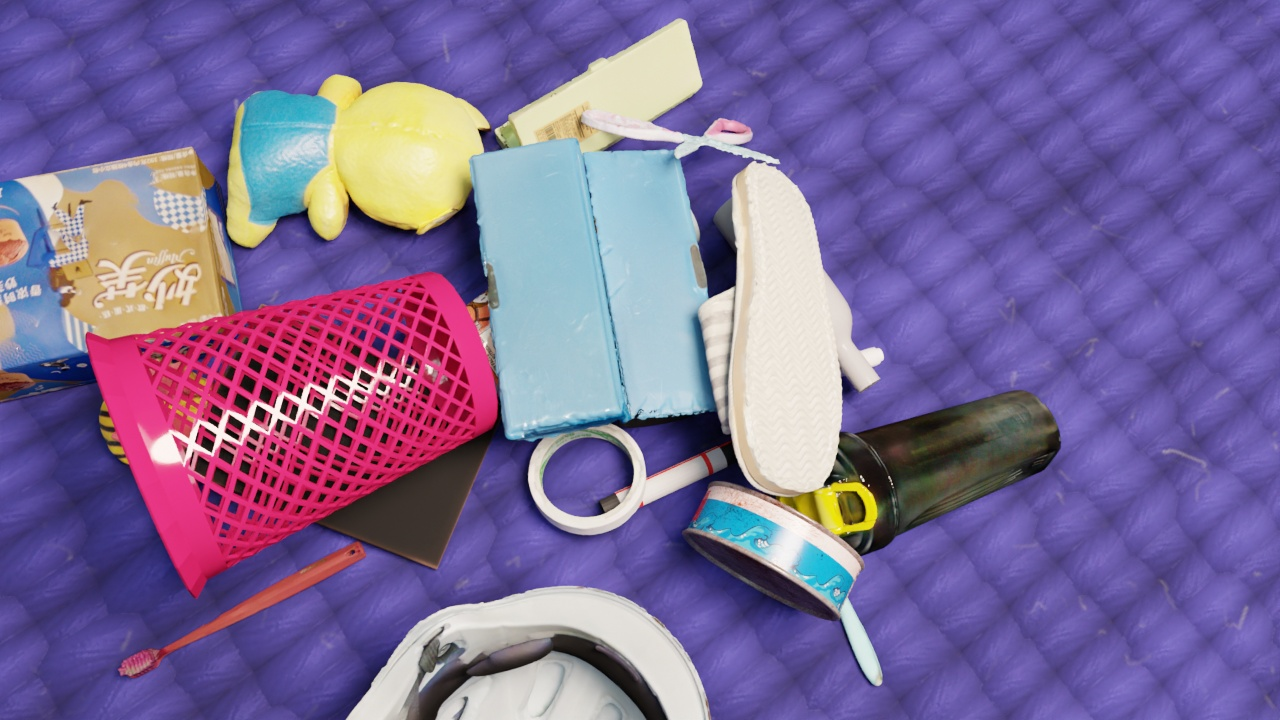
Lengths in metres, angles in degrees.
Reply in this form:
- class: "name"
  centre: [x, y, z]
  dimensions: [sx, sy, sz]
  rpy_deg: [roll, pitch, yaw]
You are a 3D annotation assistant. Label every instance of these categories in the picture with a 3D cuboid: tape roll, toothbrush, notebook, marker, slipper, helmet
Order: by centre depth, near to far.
- class: "helmet"
  centre: [-0.074, 0.290, 0.613]
  dimensions: [0.236, 0.164, 0.263]
  rpy_deg: [34, 65, 19]
- class: "toothbrush"
  centre: [-0.299, 0.188, 0.696]
  dimensions: [0.189, 0.016, 0.016]
  rpy_deg: [-27, 78, -12]
- class: "slipper"
  centre: [0.099, -0.028, 0.700]
  dimensions: [0.114, 0.054, 0.272]
  rpy_deg: [19, 61, -30]
- class: "notebook"
  centre: [-0.231, 0.060, 0.725]
  dimensions: [0.209, 0.008, 0.141]
  rpy_deg: [23, 73, -8]
- class: "tape roll"
  centre: [-0.042, 0.092, 0.733]
  dimensions: [0.094, 0.018, 0.093]
  rpy_deg: [-2, 60, 3]
- class: "toothbrush"
  centre: [0.155, 0.176, 0.744]
  dimensions: [0.016, 0.017, 0.180]
  rpy_deg: [-20, 78, -12]
- class: "marker"
  centre: [0.035, 0.093, 0.753]
  dimensions: [0.145, 0.019, 0.019]
  rpy_deg: [-23, 78, -11]
- class: "marker"
  centre: [0.147, 0.012, 0.787]
  dimensions: [0.133, 0.017, 0.020]
  rpy_deg: [-17, 96, -10]

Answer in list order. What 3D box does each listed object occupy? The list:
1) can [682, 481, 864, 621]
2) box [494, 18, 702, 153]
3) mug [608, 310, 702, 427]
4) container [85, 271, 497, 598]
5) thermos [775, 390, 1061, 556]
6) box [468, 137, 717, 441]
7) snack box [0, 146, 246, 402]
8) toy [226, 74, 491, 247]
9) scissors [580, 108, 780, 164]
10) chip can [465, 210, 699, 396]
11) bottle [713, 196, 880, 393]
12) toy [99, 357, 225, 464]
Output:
- class: "can"
  centre: [0.098, 0.143, 0.687]
  dimensions: [0.130, 0.130, 0.044]
  rpy_deg: [30, 74, 3]
- class: "box"
  centre: [-0.033, -0.226, 0.820]
  dimensions: [0.187, 0.091, 0.077]
  rpy_deg: [-35, 101, -16]
- class: "mug"
  centre: [-0.004, 0.004, 0.737]
  dimensions: [0.113, 0.078, 0.088]
  rpy_deg: [-5, 74, -27]
- class: "container"
  centre: [-0.230, 0.032, 0.644]
  dimensions: [0.225, 0.184, 0.183]
  rpy_deg: [-22, 77, -25]
- class: "thermos"
  centre: [0.224, 0.085, 0.728]
  dimensions: [0.220, 0.098, 0.098]
  rpy_deg: [-15, 76, -18]
- class: "box"
  centre: [-0.032, -0.063, 0.697]
  dimensions: [0.176, 0.048, 0.231]
  rpy_deg: [-9, 73, -8]
- class: "snack box"
  centre: [-0.435, -0.067, 0.726]
  dimensions: [0.202, 0.069, 0.155]
  rpy_deg: [-13, 77, -9]
- class: "toy"
  centre: [-0.237, -0.171, 0.768]
  dimensions: [0.214, 0.084, 0.148]
  rpy_deg: [1, 76, -3]
- class: "scissors"
  centre: [0.038, -0.192, 0.781]
  dimensions: [0.172, 0.170, 0.013]
  rpy_deg: [17, 118, 10]
- class: "chip can"
  centre: [-0.056, -0.065, 0.759]
  dimensions: [0.214, 0.075, 0.075]
  rpy_deg: [-38, 81, -14]
- class: "bottle"
  centre: [0.137, -0.058, 0.781]
  dimensions: [0.052, 0.052, 0.195]
  rpy_deg: [-30, 76, -13]
- class: "toy"
  centre: [-0.372, 0.041, 0.718]
  dimensions: [0.103, 0.046, 0.084]
  rpy_deg: [-17, 98, -8]
